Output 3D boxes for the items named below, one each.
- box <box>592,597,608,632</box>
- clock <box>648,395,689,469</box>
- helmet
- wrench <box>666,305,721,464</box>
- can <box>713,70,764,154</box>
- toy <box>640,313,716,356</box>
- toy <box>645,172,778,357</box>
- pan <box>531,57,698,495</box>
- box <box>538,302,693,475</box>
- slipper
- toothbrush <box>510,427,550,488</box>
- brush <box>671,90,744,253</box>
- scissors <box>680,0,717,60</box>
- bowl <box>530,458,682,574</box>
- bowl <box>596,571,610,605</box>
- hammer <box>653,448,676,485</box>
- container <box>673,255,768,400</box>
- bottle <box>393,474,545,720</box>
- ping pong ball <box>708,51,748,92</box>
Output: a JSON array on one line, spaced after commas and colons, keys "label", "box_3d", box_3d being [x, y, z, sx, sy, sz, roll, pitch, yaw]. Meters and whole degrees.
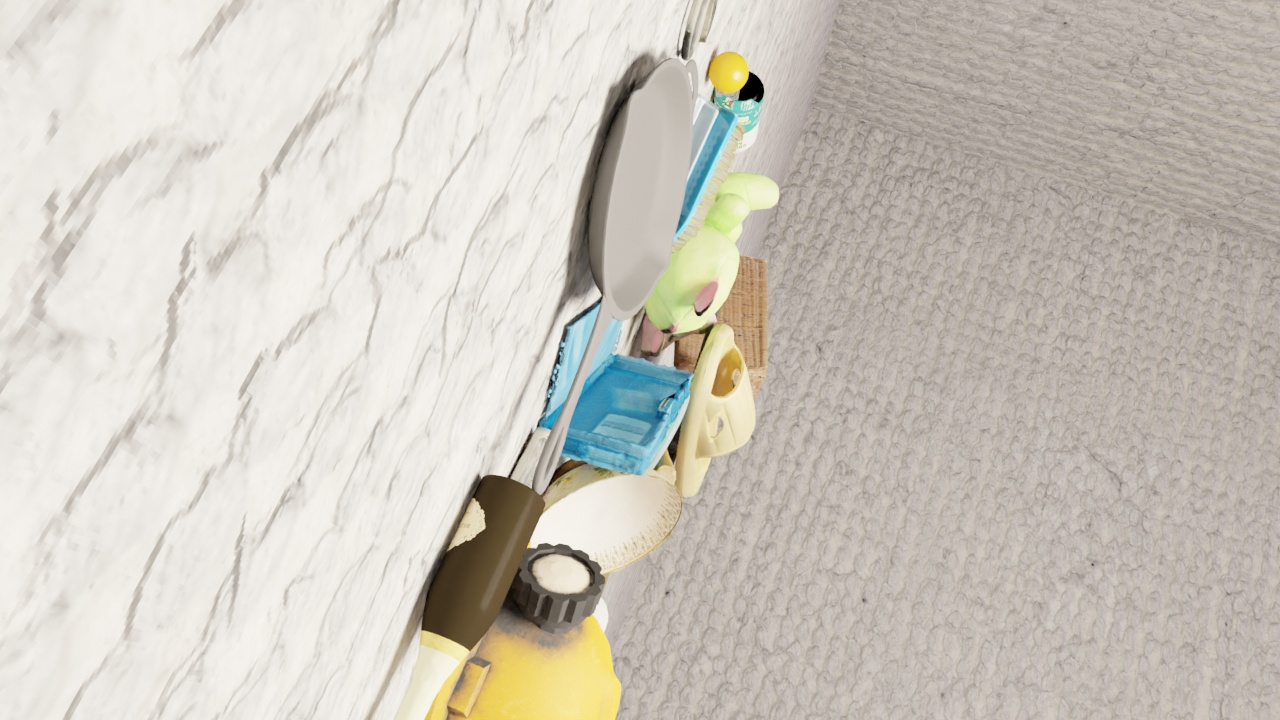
[{"label": "box", "box_3d": [-0.087, 0.336, 1.086, 0.146, 0.084, 0.136, -15, 117, -82]}, {"label": "clock", "box_3d": [-0.015, 0.083, 0.973, 0.161, 0.075, 0.122, -60, -174, -6]}, {"label": "helmet", "box_3d": [-0.085, 0.267, 0.721, 0.204, 0.131, 0.256, -56, 164, -65]}, {"label": "wrench", "box_3d": [0.061, 0.035, 1.106, 0.073, 0.018, 0.274, -67, 173, -69]}, {"label": "can", "box_3d": [0.110, -0.282, 1.047, 0.102, 0.055, 0.054, 87, 23, -71]}, {"label": "toy", "box_3d": [0.040, -0.058, 1.070, 0.052, 0.099, 0.095, 40, 35, -42]}, {"label": "toy", "box_3d": [0.061, -0.115, 0.978, 0.196, 0.107, 0.151, -55, -172, -33]}, {"label": "pan", "box_3d": [-0.020, -0.071, 0.664, 0.217, 0.024, 0.353, 71, 35, -65]}, {"label": "box", "box_3d": [-0.005, 0.003, 0.801, 0.231, 0.094, 0.112, -47, 153, -70]}, {"label": "slipper", "box_3d": [0.094, 0.068, 1.070, 0.111, 0.079, 0.262, -64, 168, -45]}, {"label": "toothbrush", "box_3d": [-0.103, 0.126, 0.651, 0.022, 0.024, 0.185, 50, 47, -32]}, {"label": "brush", "box_3d": [0.032, -0.160, 0.796, 0.075, 0.055, 0.136, 8, 109, -56]}, {"label": "scissors", "box_3d": [0.061, -0.327, 0.750, 0.150, 0.012, 0.165, -3, 111, -83]}, {"label": "bowl", "box_3d": [-0.041, 0.129, 0.829, 0.145, 0.145, 0.063, 102, -28, -42]}, {"label": "bowl", "box_3d": [-0.055, 0.200, 1.049, 0.152, 0.050, 0.152, 16, 88, -83]}, {"label": "hammer", "box_3d": [0.013, 0.099, 1.125, 0.330, 0.033, 0.132, -110, -140, -80]}, {"label": "container", "box_3d": [0.102, -0.038, 1.216, 0.113, 0.114, 0.198, 101, -4, -55]}, {"label": "bottle", "box_3d": [-0.114, 0.160, 0.560, 0.045, 0.045, 0.184, 95, 16, -62]}, {"label": "ping pong ball", "box_3d": [0.089, -0.292, 0.930, 0.040, 0.040, 0.040, 21, 88, -82]}]
